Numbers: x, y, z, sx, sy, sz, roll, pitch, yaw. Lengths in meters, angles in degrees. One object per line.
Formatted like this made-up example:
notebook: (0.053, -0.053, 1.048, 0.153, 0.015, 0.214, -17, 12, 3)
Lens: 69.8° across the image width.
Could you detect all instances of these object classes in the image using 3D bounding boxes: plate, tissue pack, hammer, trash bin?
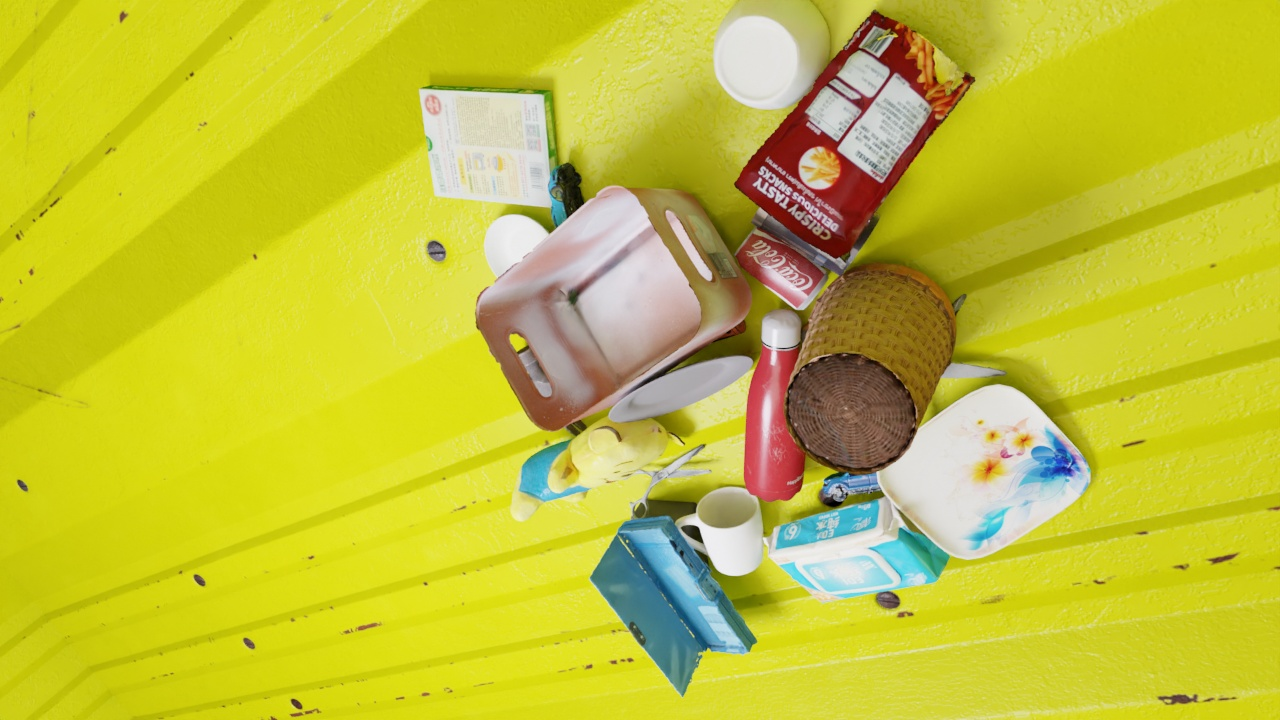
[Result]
plate: (0.046, 0.030, 1.065, 0.179, 0.178, 0.012, -33, 70, 35)
tissue pack: (0.254, 0.234, 1.118, 0.210, 0.065, 0.117, -24, 121, 42)
plate: (0.375, 0.123, 1.011, 0.187, 0.016, 0.187, 43, 113, -14)
hammer: (-0.007, 0.007, 1.151, 0.315, 0.034, 0.138, -18, 108, 32)
plate: (-0.142, -0.135, 1.139, 0.104, 0.026, 0.104, 11, 121, 19)
trash bin: (-0.028, -0.059, 1.021, 0.260, 0.157, 0.181, -35, 81, 31)
trash bin: (0.220, 0.003, 0.899, 0.151, 0.209, 0.151, 10, 115, 21)

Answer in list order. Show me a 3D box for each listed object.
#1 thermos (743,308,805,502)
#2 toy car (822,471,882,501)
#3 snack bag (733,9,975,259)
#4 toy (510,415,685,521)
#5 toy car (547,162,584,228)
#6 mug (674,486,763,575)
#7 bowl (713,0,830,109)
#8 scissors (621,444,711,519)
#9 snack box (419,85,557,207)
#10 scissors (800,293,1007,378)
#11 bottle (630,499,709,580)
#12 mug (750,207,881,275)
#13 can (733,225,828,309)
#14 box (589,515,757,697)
thermos: (0.160, 0.052, 1.072, 0.073, 0.073, 0.240, 10, 121, 20)
toy car: (0.273, 0.135, 1.080, 0.120, 0.056, 0.043, -16, 88, 26)
snack bag: (0.196, -0.211, 0.860, 0.139, 0.066, 0.208, 42, 102, 19)
toy: (-0.062, 0.126, 1.182, 0.215, 0.148, 0.084, -32, 79, 31)
toy car: (-0.085, -0.178, 1.075, 0.032, 0.048, 0.105, 2, 120, 29)
mug: (0.103, 0.225, 1.188, 0.114, 0.080, 0.088, -7, 121, 11)
bowl: (0.122, -0.299, 0.894, 0.116, 0.065, 0.116, 12, 122, 19)
scissors: (0.018, 0.144, 1.222, 0.147, 0.014, 0.142, 41, 105, 32)
snack box: (-0.178, -0.255, 1.087, 0.168, 0.027, 0.132, 9, 120, 21)
scissors: (0.275, 0.010, 1.014, 0.229, 0.016, 0.226, 31, 115, 15)
bottle: (0.049, 0.277, 1.270, 0.084, 0.046, 0.174, -1, 117, 26)
mug: (0.175, -0.140, 0.930, 0.107, 0.115, 0.080, 33, 123, 3)
can: (0.153, -0.102, 0.999, 0.096, 0.053, 0.054, 38, 127, 2)
box: (0.043, 0.324, 1.192, 0.094, 0.111, 0.231, -15, 116, 43)
